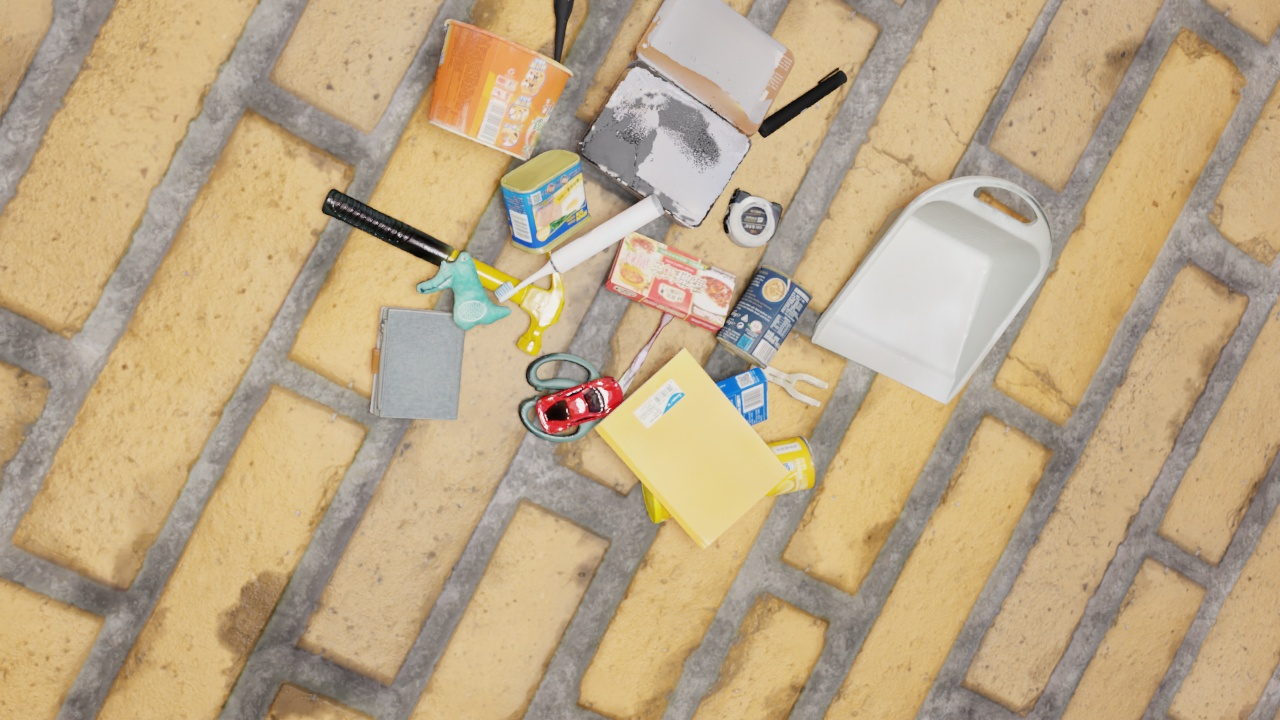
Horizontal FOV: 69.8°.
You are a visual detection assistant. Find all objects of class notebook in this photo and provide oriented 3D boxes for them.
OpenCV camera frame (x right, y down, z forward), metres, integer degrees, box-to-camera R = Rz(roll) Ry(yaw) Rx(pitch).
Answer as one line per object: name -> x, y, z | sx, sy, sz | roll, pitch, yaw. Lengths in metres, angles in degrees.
notebook -> 0.064, 0.108, 1.099 | 0.146, 0.010, 0.206 | -42, 102, -3

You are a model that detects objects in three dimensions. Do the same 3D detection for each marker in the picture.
marker -> 0.203, -0.324, 1.153 | 0.132, 0.020, 0.022 | -35, 111, -6

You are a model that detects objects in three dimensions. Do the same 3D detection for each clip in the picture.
clip -> 0.195, 0.029, 1.165 | 0.101, 0.096, 0.035 | 25, 90, -23

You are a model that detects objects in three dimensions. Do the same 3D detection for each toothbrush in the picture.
toothbrush -> -0.007, 0.007, 1.150 | 0.016, 0.017, 0.187 | 33, 91, -4
toothbrush -> -0.091, -0.426, 1.086 | 0.026, 0.027, 0.212 | 5, 96, -26
toothbrush -> -0.073, -0.126, 1.064 | 0.221, 0.026, 0.026 | -29, 88, 9

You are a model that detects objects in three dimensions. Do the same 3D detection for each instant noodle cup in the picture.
instant noodle cup -> -0.164, -0.298, 1.028 | 0.151, 0.151, 0.111 | 19, 99, -12

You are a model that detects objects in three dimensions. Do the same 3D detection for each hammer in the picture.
hammer -> -0.228, -0.122, 1.086 | 0.300, 0.033, 0.129 | 25, 90, -12

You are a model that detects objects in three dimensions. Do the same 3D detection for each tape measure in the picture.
tape measure -> 0.137, -0.174, 1.149 | 0.065, 0.033, 0.066 | 20, 89, -10

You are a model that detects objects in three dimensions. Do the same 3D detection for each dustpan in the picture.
dustpan -> 0.382, -0.095, 1.149 | 0.222, 0.143, 0.257 | 24, 89, -12

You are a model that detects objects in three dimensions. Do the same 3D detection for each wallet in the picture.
wallet -> -0.265, 0.004, 1.090 | 0.106, 0.037, 0.130 | 5, 96, -21

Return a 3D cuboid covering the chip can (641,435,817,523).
chip can -> 0.110, 0.148, 1.156 | 0.213, 0.072, 0.072 | -11, 97, -10

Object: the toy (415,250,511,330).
toy -> -0.208, -0.079, 1.064 | 0.096, 0.030, 0.092 | -18, 95, -1

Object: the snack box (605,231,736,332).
snack box -> 0.039, -0.097, 1.130 | 0.153, 0.026, 0.075 | 22, 70, -12

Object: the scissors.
scissors -> -0.069, 0.073, 1.131 | 0.185, 0.019, 0.129 | 30, 92, -3

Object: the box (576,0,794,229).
box -> 0.058, -0.310, 1.096 | 0.178, 0.102, 0.261 | 33, 94, -11

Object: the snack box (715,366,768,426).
snack box -> 0.083, 0.069, 1.142 | 0.157, 0.026, 0.085 | -21, 140, -8

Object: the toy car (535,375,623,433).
toy car -> -0.072, 0.053, 1.106 | 0.106, 0.031, 0.049 | -18, 95, -4

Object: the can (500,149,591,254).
can -> -0.109, -0.185, 1.058 | 0.101, 0.057, 0.083 | -40, 140, -33

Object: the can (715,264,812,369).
can -> 0.153, -0.052, 1.142 | 0.075, 0.075, 0.111 | 33, 89, -12
